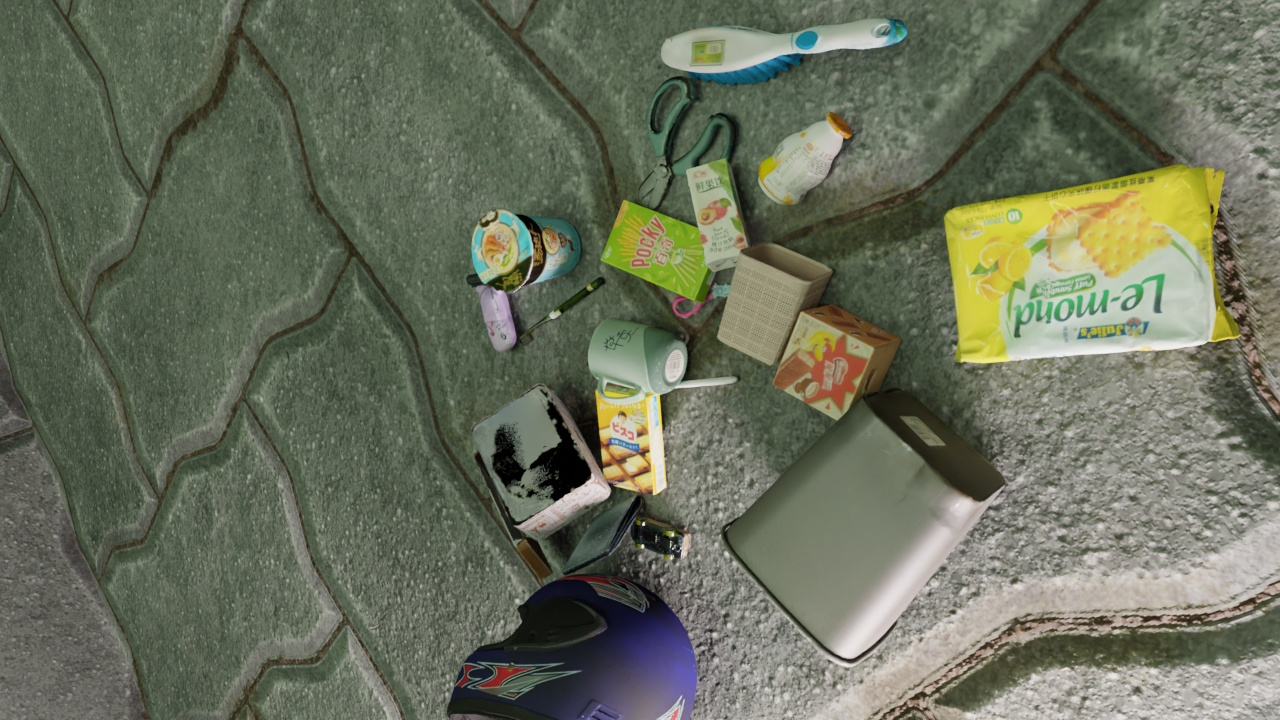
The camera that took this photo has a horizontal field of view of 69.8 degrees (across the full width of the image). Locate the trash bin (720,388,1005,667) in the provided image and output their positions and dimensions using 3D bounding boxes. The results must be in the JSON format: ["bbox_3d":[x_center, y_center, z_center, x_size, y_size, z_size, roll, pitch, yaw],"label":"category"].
[{"bbox_3d":[0.239,0.160,0.965,0.198,0.198,0.220,44,115,23],"label":"trash bin"}]

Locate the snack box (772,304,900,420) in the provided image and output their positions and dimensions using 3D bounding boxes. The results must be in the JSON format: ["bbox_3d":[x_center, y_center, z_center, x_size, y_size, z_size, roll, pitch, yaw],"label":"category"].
[{"bbox_3d":[0.216,0.001,1.015,0.094,0.076,0.093,31,115,29],"label":"snack box"}]

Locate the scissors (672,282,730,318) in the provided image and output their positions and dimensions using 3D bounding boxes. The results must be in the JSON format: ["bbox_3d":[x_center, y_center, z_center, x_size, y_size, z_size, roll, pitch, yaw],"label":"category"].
[{"bbox_3d":[0.096,-0.094,1.132,0.137,0.017,0.072,-6,85,34],"label":"scissors"}]

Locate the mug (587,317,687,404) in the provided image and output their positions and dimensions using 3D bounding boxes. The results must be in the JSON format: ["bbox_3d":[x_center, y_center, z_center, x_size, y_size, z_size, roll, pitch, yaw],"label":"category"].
[{"bbox_3d":[-0.007,0.007,1.171,0.106,0.082,0.111,15,69,31],"label":"mug"}]

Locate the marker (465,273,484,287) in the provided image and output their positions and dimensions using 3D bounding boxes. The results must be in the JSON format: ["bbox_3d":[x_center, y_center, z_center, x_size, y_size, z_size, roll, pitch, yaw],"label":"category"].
[{"bbox_3d":[-0.209,-0.126,1.356,0.131,0.018,0.022,-5,121,38],"label":"marker"}]

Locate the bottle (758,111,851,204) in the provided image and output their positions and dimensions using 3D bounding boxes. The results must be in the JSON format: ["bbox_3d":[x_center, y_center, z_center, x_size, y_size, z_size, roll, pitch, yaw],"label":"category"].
[{"bbox_3d":[0.181,-0.223,1.009,0.109,0.063,0.063,-43,72,35],"label":"bottle"}]

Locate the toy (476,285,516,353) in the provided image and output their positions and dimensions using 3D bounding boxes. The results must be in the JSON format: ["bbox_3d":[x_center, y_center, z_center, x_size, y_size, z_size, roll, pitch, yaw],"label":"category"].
[{"bbox_3d":[-0.207,-0.064,1.349,0.084,0.038,0.108,-11,91,55],"label":"toy"}]

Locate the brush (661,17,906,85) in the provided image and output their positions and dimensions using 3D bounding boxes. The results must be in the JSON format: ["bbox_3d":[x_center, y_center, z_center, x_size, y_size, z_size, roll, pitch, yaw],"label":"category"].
[{"bbox_3d":[0.151,-0.335,0.983,0.315,0.109,0.060,11,102,36],"label":"brush"}]

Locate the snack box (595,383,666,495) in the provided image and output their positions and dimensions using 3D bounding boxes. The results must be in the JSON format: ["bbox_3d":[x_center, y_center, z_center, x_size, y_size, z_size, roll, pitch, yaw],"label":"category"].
[{"bbox_3d":[-0.012,0.105,1.229,0.087,0.033,0.140,8,108,36],"label":"snack box"}]

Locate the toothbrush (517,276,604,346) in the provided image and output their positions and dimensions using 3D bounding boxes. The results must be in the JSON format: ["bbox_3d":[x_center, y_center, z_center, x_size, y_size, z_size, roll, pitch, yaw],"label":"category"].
[{"bbox_3d":[-0.114,-0.067,1.297,0.186,0.012,0.017,-32,84,37],"label":"toothbrush"}]

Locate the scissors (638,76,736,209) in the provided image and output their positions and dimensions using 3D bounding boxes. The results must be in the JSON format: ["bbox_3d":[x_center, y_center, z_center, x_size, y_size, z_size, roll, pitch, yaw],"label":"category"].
[{"bbox_3d":[0.055,-0.249,1.128,0.161,0.019,0.179,31,122,24],"label":"scissors"}]

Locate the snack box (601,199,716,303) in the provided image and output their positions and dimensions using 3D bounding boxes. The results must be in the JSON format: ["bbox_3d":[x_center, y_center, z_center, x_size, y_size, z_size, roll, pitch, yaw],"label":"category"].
[{"bbox_3d":[0.027,-0.138,1.155,0.156,0.026,0.086,27,99,32],"label":"snack box"}]

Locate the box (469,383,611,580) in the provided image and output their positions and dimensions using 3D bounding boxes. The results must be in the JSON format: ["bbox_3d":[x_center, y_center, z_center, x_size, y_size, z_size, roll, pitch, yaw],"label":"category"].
[{"bbox_3d":[-0.132,0.168,1.293,0.180,0.157,0.218,57,171,34],"label":"box"}]

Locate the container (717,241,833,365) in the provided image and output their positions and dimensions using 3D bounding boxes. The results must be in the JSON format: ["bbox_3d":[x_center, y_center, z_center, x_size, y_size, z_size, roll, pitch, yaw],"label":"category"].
[{"bbox_3d":[0.150,-0.064,1.046,0.090,0.090,0.111,27,117,23],"label":"container"}]

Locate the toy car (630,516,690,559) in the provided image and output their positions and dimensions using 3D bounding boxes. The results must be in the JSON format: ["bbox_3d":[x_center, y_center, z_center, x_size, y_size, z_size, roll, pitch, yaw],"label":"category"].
[{"bbox_3d":[0.025,0.236,1.231,0.090,0.035,0.042,12,104,36],"label":"toy car"}]

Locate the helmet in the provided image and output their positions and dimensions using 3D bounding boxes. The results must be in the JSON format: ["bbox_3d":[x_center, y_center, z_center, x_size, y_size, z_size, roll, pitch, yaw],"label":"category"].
[{"bbox_3d":[-0.078,0.403,1.208,0.316,0.239,0.247,-2,136,31],"label":"helmet"}]

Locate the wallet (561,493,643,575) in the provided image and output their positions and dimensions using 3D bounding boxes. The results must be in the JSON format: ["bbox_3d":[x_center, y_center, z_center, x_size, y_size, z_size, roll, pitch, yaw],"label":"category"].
[{"bbox_3d":[-0.051,0.236,1.242,0.097,0.120,0.019,-34,102,36],"label":"wallet"}]

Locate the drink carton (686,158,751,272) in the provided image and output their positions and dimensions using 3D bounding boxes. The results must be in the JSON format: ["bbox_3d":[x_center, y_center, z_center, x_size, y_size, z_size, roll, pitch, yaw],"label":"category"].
[{"bbox_3d":[0.093,-0.170,1.080,0.054,0.045,0.122,-15,75,15],"label":"drink carton"}]

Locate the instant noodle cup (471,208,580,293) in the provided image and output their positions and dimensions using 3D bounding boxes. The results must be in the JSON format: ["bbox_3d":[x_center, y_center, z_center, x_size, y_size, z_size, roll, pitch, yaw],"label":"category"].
[{"bbox_3d":[-0.146,-0.151,1.237,0.111,0.120,0.111,9,105,36],"label":"instant noodle cup"}]

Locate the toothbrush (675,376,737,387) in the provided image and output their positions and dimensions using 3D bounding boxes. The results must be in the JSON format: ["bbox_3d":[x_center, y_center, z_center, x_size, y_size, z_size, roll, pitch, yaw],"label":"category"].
[{"bbox_3d":[0.050,0.035,1.188,0.180,0.016,0.016,-8,101,39],"label":"toothbrush"}]

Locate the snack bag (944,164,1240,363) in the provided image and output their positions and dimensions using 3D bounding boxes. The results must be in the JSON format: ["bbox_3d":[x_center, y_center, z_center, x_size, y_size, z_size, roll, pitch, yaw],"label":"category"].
[{"bbox_3d":[0.408,-0.085,0.859,0.247,0.068,0.158,-5,94,38],"label":"snack bag"}]
